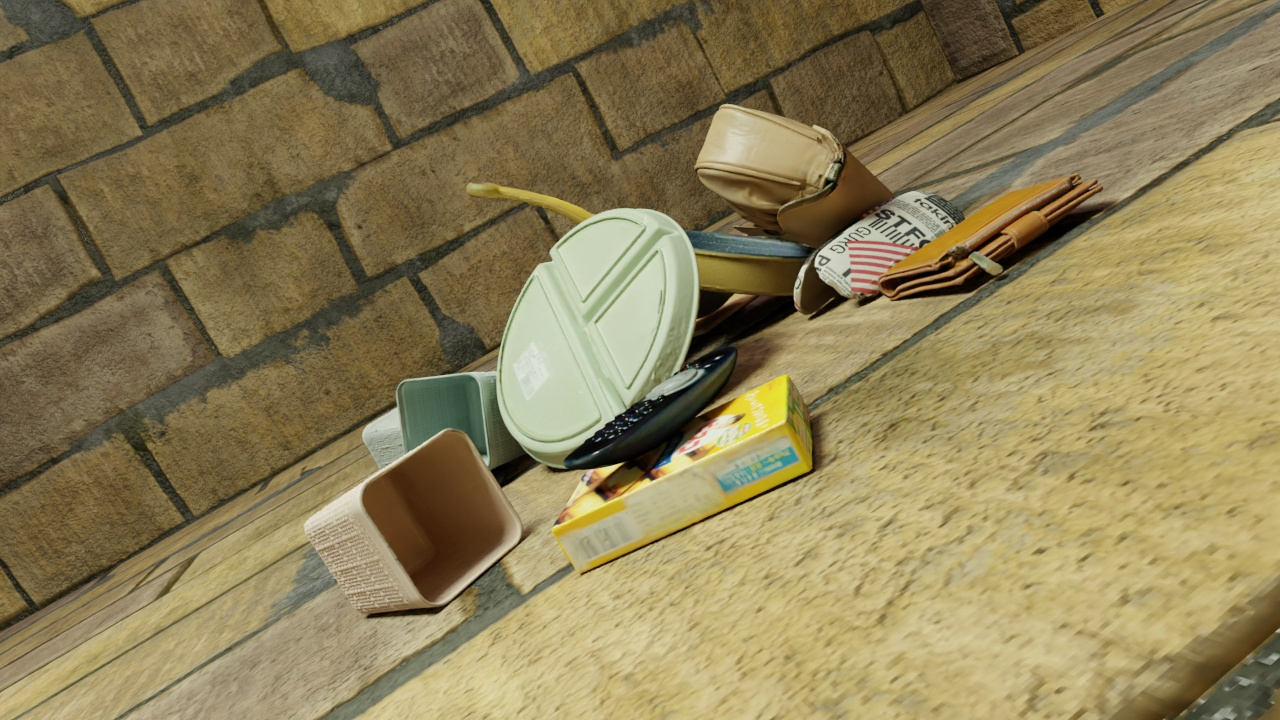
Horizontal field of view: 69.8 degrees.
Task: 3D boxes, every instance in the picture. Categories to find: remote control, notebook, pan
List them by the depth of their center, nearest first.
[{"bbox_3d":[0.011,0.031,0.525,0.136,0.024,0.053,-35,9,-40],"label":"remote control"},{"bbox_3d":[0.009,-0.120,0.894,0.357,0.078,0.198,2,13,-16],"label":"pan"},{"bbox_3d":[0.096,-0.068,1.126,0.210,0.012,0.150,-35,11,-36],"label":"notebook"}]

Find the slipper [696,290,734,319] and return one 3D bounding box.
[{"bbox_3d":[0.011,-0.043,0.964,0.273,0.054,0.114,-14,-19,-47],"label":"slipper"}]

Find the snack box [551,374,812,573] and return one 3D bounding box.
[{"bbox_3d":[0.025,0.060,0.504,0.141,0.034,0.086,-25,9,16],"label":"snack box"}]

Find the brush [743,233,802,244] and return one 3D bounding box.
[{"bbox_3d":[0.182,-0.165,1.226,0.145,0.063,0.069,-32,24,-26],"label":"brush"}]

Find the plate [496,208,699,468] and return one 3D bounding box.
[{"bbox_3d":[-0.045,-0.025,0.755,0.231,0.027,0.229,-26,51,37],"label":"plate"}]

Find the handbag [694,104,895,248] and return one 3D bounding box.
[{"bbox_3d":[0.142,-0.158,0.847,0.148,0.100,0.204,22,5,33],"label":"handbag"}]

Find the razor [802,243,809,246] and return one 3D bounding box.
[{"bbox_3d":[0.226,-0.145,1.089,0.143,0.022,0.042,-16,13,42],"label":"razor"}]

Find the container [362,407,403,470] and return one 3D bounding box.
[{"bbox_3d":[-0.234,0.089,1.018,0.090,0.090,0.115,-36,13,-36],"label":"container"}]

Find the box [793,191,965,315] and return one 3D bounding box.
[{"bbox_3d":[0.205,-0.088,0.796,0.161,0.075,0.086,-36,-23,-27],"label":"box"}]

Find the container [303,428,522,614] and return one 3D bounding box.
[{"bbox_3d":[-0.157,0.112,0.615,0.111,0.090,0.089,-25,9,46],"label":"container"}]

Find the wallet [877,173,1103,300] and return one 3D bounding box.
[{"bbox_3d":[0.248,-0.090,0.655,0.130,0.035,0.119,-32,8,-10],"label":"wallet"}]

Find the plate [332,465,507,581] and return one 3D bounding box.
[{"bbox_3d":[-0.203,0.138,0.833,0.179,0.024,0.179,-28,8,4],"label":"plate"}]

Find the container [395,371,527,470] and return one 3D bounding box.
[{"bbox_3d":[-0.155,0.055,0.857,0.090,0.090,0.111,-6,2,21],"label":"container"}]
